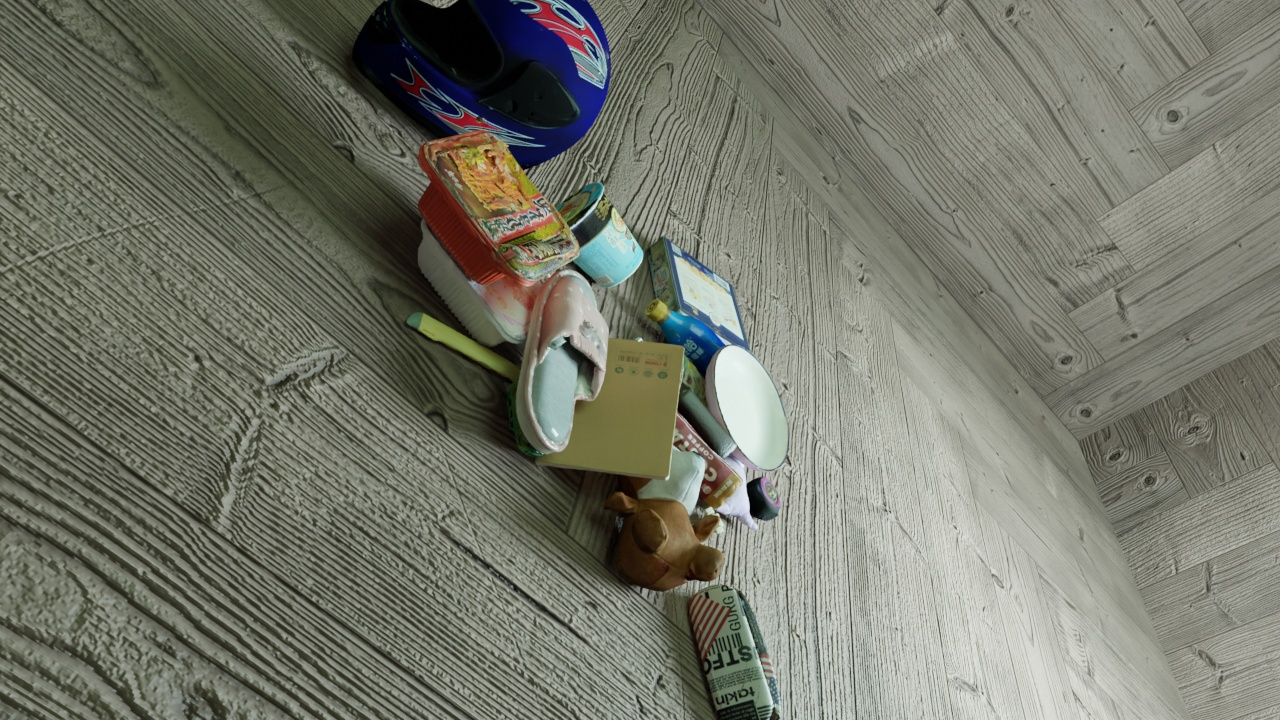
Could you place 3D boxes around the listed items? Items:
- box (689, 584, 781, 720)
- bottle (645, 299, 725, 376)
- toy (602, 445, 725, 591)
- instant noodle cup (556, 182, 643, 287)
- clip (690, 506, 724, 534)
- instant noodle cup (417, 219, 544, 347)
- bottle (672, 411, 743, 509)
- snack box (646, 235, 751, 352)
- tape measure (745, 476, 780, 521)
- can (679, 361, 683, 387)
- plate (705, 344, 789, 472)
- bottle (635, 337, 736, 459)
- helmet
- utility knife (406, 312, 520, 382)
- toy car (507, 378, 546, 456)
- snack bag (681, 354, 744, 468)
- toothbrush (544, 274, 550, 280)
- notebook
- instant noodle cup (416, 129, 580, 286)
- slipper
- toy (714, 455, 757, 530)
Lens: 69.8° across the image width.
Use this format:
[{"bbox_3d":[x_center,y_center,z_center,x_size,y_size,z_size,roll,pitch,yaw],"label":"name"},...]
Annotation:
[{"bbox_3d":[0.113,0.337,1.035,0.088,0.076,0.162,57,12,-53],"label":"box"},{"bbox_3d":[0.093,-0.015,1.386,0.218,0.065,0.065,38,31,-24],"label":"bottle"},{"bbox_3d":[0.026,0.158,1.038,0.140,0.131,0.199,37,22,-25],"label":"toy"},{"bbox_3d":[-0.060,-0.171,1.295,0.120,0.111,0.111,47,28,-28],"label":"instant noodle cup"},{"bbox_3d":[0.088,0.201,1.133,0.102,0.094,0.035,-12,67,-48],"label":"clip"},{"bbox_3d":[-0.182,-0.091,1.059,0.173,0.060,0.137,51,28,-2],"label":"instant noodle cup"},{"bbox_3d":[0.052,0.111,1.175,0.175,0.058,0.057,46,28,4],"label":"bottle"},{"bbox_3d":[0.096,-0.092,1.497,0.178,0.046,0.182,31,35,-35],"label":"snack box"},{"bbox_3d":[0.169,0.194,1.290,0.058,0.039,0.057,47,28,-21],"label":"tape measure"},{"bbox_3d":[-0.007,0.007,1.159,0.116,0.059,0.058,5,43,-7],"label":"can"},{"bbox_3d":[0.148,0.072,1.322,0.192,0.039,0.192,33,45,-41],"label":"plate"},{"bbox_3d":[0.046,0.054,1.223,0.044,0.080,0.195,-40,92,-25],"label":"bottle"},{"bbox_3d":[-0.183,-0.409,1.204,0.315,0.241,0.247,23,30,-41],"label":"helmet"},{"bbox_3d":[-0.170,-0.002,1.020,0.205,0.021,0.030,28,41,-28],"label":"utility knife"},{"bbox_3d":[-0.122,0.063,0.999,0.043,0.036,0.091,25,42,-46],"label":"toy car"},{"bbox_3d":[0.096,0.066,1.329,0.191,0.039,0.110,46,25,-20],"label":"snack bag"},{"bbox_3d":[-0.147,-0.160,1.226,0.224,0.026,0.027,64,5,19],"label":"toothbrush"},{"bbox_3d":[-0.030,0.047,1.062,0.148,0.008,0.207,7,45,3],"label":"notebook"},{"bbox_3d":[-0.166,-0.160,1.014,0.189,0.079,0.164,53,28,-3],"label":"instant noodle cup"},{"bbox_3d":[-0.079,-0.010,1.028,0.114,0.055,0.273,58,27,-32],"label":"slipper"},{"bbox_3d":[0.125,0.173,1.246,0.084,0.039,0.107,35,31,-31],"label":"toy"}]
